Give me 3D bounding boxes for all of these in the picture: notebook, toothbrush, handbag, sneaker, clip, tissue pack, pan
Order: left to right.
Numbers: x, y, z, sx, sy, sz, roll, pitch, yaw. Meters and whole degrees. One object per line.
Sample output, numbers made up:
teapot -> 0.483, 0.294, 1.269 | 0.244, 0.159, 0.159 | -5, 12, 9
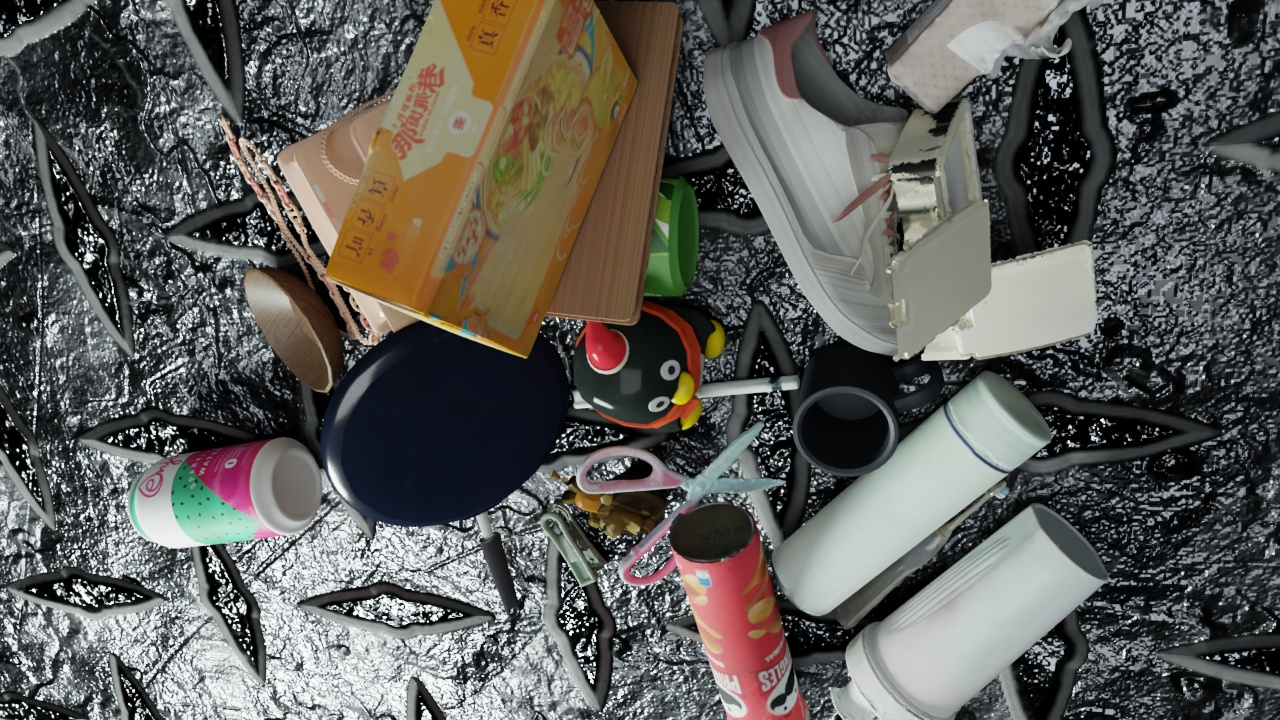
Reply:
handbag -> -0.209, -0.123, 0.712 | 0.187, 0.116, 0.199 | 9, 130, 54
pan -> -0.136, 0.112, 0.761 | 0.198, 0.021, 0.357 | -24, 133, -18
notebook -> -0.069, -0.136, 0.610 | 0.169, 0.022, 0.210 | 7, 84, 15
clip -> -0.061, 0.161, 0.810 | 0.023, 0.047, 0.076 | -28, 101, 24
toothbrush -> 0.032, 0.023, 0.726 | 0.187, 0.012, 0.017 | -6, 109, 19
sneaker -> 0.135, -0.113, 0.583 | 0.090, 0.099, 0.236 | -24, 105, 40
toothbrush -> 0.221, 0.153, 0.730 | 0.024, 0.022, 0.186 | 36, 118, -6
tissue pack -> 0.221, -0.213, 0.507 | 0.071, 0.103, 0.182 | 43, 117, -9

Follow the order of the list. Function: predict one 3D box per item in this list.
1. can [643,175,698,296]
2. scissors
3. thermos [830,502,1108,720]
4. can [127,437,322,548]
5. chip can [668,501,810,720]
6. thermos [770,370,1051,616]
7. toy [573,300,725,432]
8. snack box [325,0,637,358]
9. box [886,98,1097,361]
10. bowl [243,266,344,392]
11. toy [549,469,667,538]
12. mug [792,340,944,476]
can -> -0.036, -0.088, 0.651 | 0.144, 0.082, 0.083 | 3, 115, 15
scissors -> 0.025, 0.097, 0.723 | 0.172, 0.014, 0.158 | -46, 110, 6
thermos -> 0.251, 0.209, 0.710 | 0.099, 0.099, 0.221 | 38, 115, -4
can -> -0.384, 0.124, 0.852 | 0.166, 0.088, 0.088 | -10, 112, 20
chip can -> 0.083, 0.220, 0.749 | 0.073, 0.073, 0.233 | -6, 123, 18
thermos -> 0.195, 0.104, 0.687 | 0.068, 0.067, 0.231 | 39, 120, -4
toy -> -0.004, 0.004, 0.667 | 0.100, 0.119, 0.097 | 22, 104, 18
snack box -> -0.087, -0.113, 0.525 | 0.081, 0.145, 0.195 | 21, 87, 16
box -> 0.200, -0.051, 0.520 | 0.101, 0.193, 0.143 | 0, 128, 31
bowl -> -0.282, -0.030, 0.765 | 0.118, 0.030, 0.118 | 31, 140, 29
toy -> -0.028, 0.116, 0.758 | 0.100, 0.062, 0.076 | 20, 138, -3
mug -> 0.163, 0.027, 0.652 | 0.105, 0.077, 0.071 | -22, 107, 24
